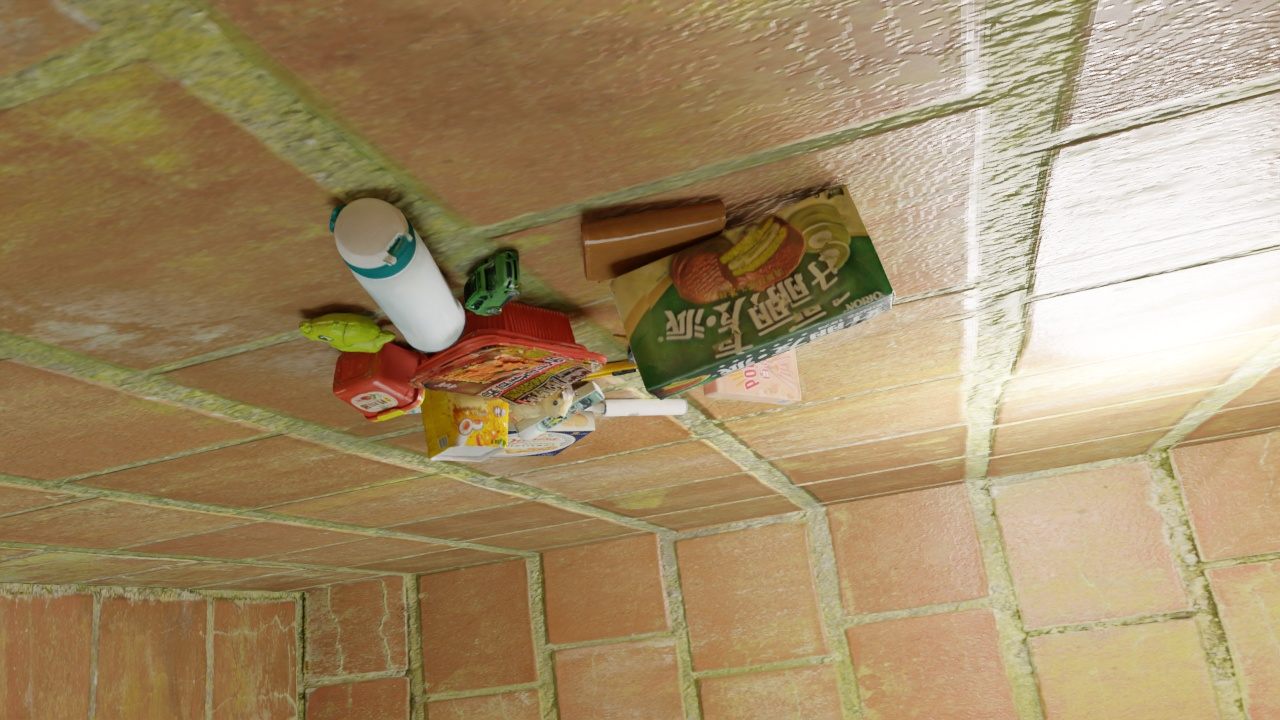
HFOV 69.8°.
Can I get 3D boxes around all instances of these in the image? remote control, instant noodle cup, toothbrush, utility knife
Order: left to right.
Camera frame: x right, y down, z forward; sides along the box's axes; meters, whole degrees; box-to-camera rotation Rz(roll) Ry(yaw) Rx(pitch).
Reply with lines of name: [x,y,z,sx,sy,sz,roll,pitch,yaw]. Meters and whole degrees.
instant noodle cup: [-0.218,0.058,1.143,0.116,0.123,0.116,7,157,-37]
instant noodle cup: [-0.154,-0.009,1.034,0.188,0.079,0.165,9,156,-44]
remote control: [-0.118,0.075,1.337,0.135,0.019,0.056,-29,161,1]
toothbrush: [-0.032,0.073,1.425,0.220,0.026,0.027,0,150,-22]
utility knife: [-0.007,0.007,1.246,0.190,0.015,0.033,-11,165,10]

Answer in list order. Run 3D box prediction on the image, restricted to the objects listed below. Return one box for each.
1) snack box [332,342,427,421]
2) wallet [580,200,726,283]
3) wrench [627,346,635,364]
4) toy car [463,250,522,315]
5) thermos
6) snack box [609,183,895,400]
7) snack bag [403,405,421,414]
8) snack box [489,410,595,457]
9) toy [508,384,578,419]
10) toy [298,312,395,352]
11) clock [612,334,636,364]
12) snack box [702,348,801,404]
snack box: [-0.306,0.020,1.077,0.091,0.081,0.080,-18,146,28]
wallet: [0.010,-0.109,0.861,0.132,0.031,0.108,-10,163,-4]
wrench: [0.059,-0.044,1.113,0.056,0.016,0.274,4,159,-30]
toy car: [-0.143,-0.074,0.893,0.036,0.043,0.091,6,158,-34]
thermos: [-0.217,-0.075,0.832,0.073,0.073,0.224,-7,162,0]
snack box: [0.101,-0.060,0.848,0.240,0.114,0.063,-21,165,8]
snack bag: [-0.308,0.060,1.275,0.104,0.026,0.048,-5,174,-6]
snack box: [-0.191,0.114,1.460,0.177,0.045,0.183,2,161,-27]
toy: [-0.166,0.065,1.280,0.157,0.066,0.105,-19,166,13]
toy: [-0.313,-0.030,0.986,0.096,0.031,0.100,-2,166,-14]
clock: [0.059,-0.028,1.050,0.159,0.059,0.117,-9,152,24]
snack box: [0.145,0.010,1.204,0.157,0.084,0.026,7,161,-38]
